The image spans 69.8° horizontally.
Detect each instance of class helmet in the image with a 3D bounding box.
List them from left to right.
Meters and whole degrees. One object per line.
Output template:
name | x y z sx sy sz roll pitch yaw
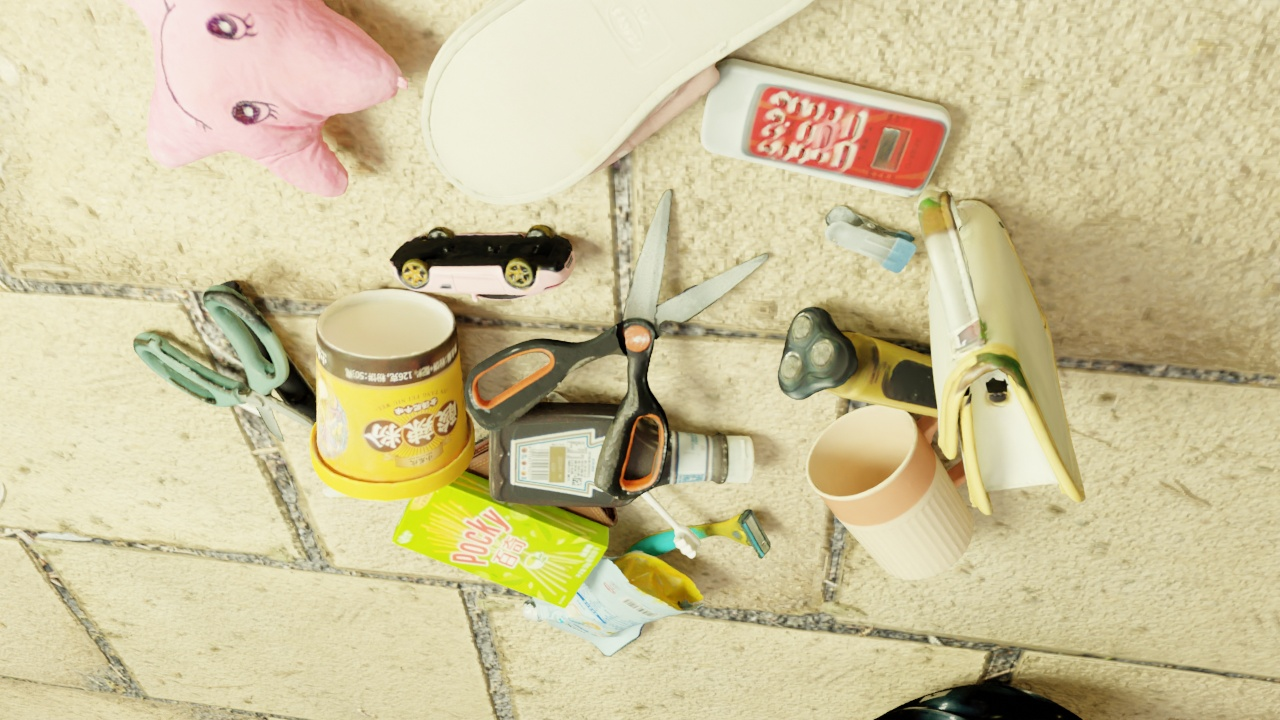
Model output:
helmet | 0.309 0.395 0.790 0.275 0.229 0.233 -33 126 22

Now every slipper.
slipper | -0.013 -0.173 0.488 0.275 0.054 0.114 -28 119 34

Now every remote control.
remote control | 0.103 -0.131 0.521 0.136 0.020 0.056 13 132 1

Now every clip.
clip | 0.140 -0.075 0.564 0.058 0.036 0.026 20 133 -9

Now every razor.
razor | 0.042 0.152 0.770 0.133 0.028 0.043 -18 117 29
razor | 0.175 0.013 0.606 0.167 0.067 0.062 15 93 -8

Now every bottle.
bottle | -0.014 0.072 0.686 0.195 0.044 0.080 2 113 -4

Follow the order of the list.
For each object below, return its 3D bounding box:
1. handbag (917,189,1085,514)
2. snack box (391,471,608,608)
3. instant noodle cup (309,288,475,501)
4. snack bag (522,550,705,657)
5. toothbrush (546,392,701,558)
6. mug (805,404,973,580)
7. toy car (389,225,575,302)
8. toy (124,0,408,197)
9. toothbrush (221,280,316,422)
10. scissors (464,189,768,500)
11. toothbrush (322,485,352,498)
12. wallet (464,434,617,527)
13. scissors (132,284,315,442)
handbag | 0.180 -0.024 0.503 0.063 0.163 0.179 -18 122 26
snack box | -0.113 0.141 0.740 0.156 0.026 0.086 25 122 -13
instant noodle cup | -0.178 0.020 0.655 0.118 0.118 0.115 10 123 4
snack bag | -0.030 0.223 0.833 0.110 0.038 0.192 23 144 -20
toothbrush | -0.013 0.091 0.723 0.016 0.016 0.180 -32 108 33
mug | 0.192 0.086 0.657 0.114 0.081 0.106 -39 119 3
toy car | -0.103 -0.062 0.603 0.122 0.056 0.037 2 123 12
toy | -0.215 -0.180 0.513 0.178 0.074 0.195 9 130 4
toothbrush | -0.274 0.028 0.736 0.027 0.026 0.213 25 147 48
scissors | -0.019 0.000 0.616 0.228 0.021 0.221 -6 115 2
toothbrush | -0.192 0.106 0.791 0.191 0.016 0.018 -5 133 16
wallet | -0.091 0.108 0.750 0.101 0.032 0.124 -26 119 17
scissors | -0.321 -0.005 0.696 0.171 0.019 0.170 25 139 8
